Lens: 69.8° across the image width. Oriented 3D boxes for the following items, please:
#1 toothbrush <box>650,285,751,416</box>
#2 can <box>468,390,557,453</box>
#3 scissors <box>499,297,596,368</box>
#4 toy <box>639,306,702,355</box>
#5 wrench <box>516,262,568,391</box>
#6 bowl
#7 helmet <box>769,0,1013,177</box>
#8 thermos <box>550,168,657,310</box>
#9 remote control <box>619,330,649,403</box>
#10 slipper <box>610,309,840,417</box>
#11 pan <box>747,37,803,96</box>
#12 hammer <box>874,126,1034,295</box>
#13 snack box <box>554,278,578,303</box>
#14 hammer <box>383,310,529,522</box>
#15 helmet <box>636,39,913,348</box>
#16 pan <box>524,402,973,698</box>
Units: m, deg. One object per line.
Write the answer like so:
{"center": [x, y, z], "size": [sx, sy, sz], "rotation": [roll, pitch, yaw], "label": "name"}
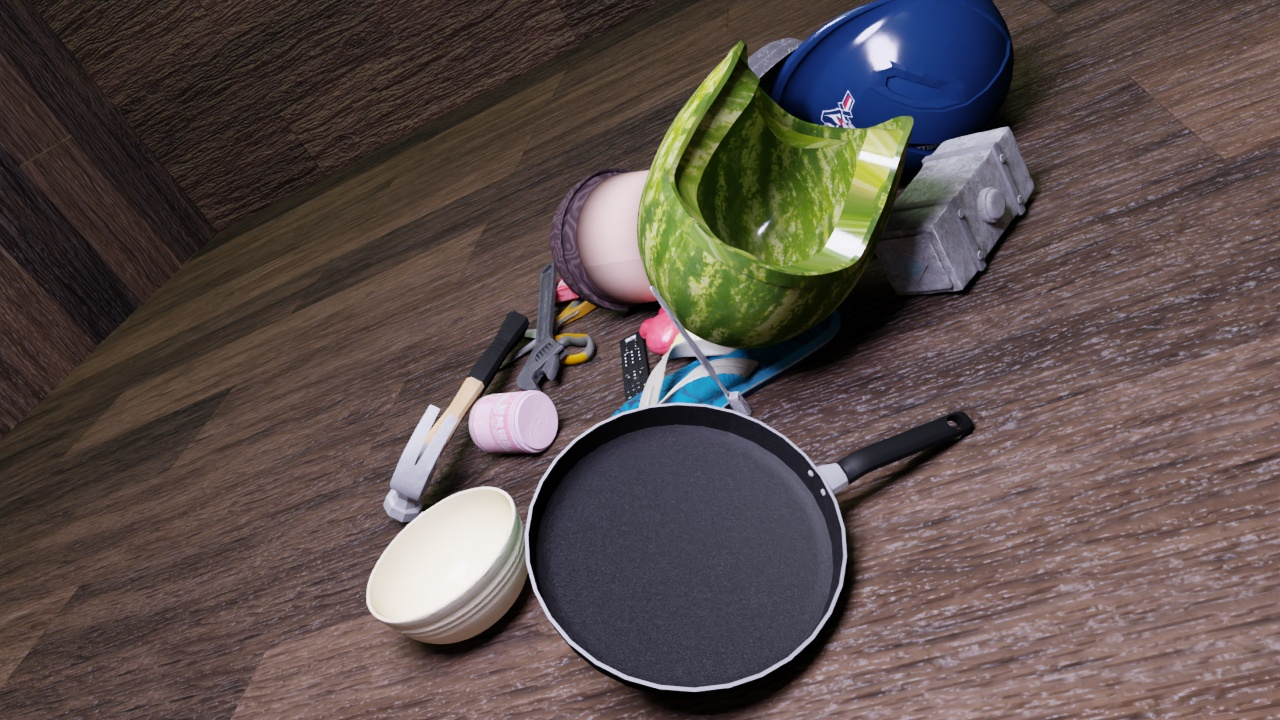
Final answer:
{"center": [0.056, -0.005, 0.806], "size": [0.010, 0.181, 0.010], "rotation": [-10, 46, 30], "label": "toothbrush"}
{"center": [-0.138, 0.068, 0.999], "size": [0.076, 0.067, 0.067], "rotation": [-6, 37, 40], "label": "can"}
{"center": [-0.099, -0.045, 1.200], "size": [0.229, 0.016, 0.226], "rotation": [-45, 28, -21], "label": "scissors"}
{"center": [0.046, -0.037, 1.010], "size": [0.091, 0.045, 0.135], "rotation": [-38, 23, -22], "label": "toy"}
{"center": [-0.123, -0.050, 1.177], "size": [0.073, 0.018, 0.272], "rotation": [-32, 32, 20], "label": "wrench"}
{"center": [-0.157, 0.191, 0.809], "size": [0.151, 0.075, 0.150], "rotation": [-23, 30, 14], "label": "bowl"}
{"center": [0.281, -0.316, 1.035], "size": [0.272, 0.232, 0.223], "rotation": [-8, 73, -3], "label": "helmet"}
{"center": [0.020, -0.143, 1.051], "size": [0.172, 0.173, 0.227], "rotation": [-44, 24, -23], "label": "thermos"}
{"center": [-0.006, 0.006, 1.031], "size": [0.030, 0.009, 0.140], "rotation": [-26, 28, 10], "label": "remote control"}
{"center": [0.060, 0.014, 0.903], "size": [0.295, 0.060, 0.118], "rotation": [-33, 25, -2], "label": "slipper"}
{"center": [0.091, -0.260, 1.135], "size": [0.207, 0.040, 0.358], "rotation": [-40, -7, -36], "label": "pan"}
{"center": [0.231, -0.143, 0.979], "size": [0.327, 0.079, 0.176], "rotation": [-1, 40, 52], "label": "hammer"}
{"center": [-0.067, -0.128, 1.273], "size": [0.132, 0.021, 0.089], "rotation": [-42, 19, -27], "label": "snack box"}
{"center": [-0.203, 0.041, 1.081], "size": [0.131, 0.039, 0.327], "rotation": [-62, 3, 37], "label": "hammer"}
{"center": [0.106, -0.130, 0.831], "size": [0.243, 0.213, 0.247], "rotation": [156, 138, -87], "label": "helmet"}
{"center": [0.092, 0.108, 0.674], "size": [0.356, 0.034, 0.225], "rotation": [-19, 53, -14], "label": "pan"}
